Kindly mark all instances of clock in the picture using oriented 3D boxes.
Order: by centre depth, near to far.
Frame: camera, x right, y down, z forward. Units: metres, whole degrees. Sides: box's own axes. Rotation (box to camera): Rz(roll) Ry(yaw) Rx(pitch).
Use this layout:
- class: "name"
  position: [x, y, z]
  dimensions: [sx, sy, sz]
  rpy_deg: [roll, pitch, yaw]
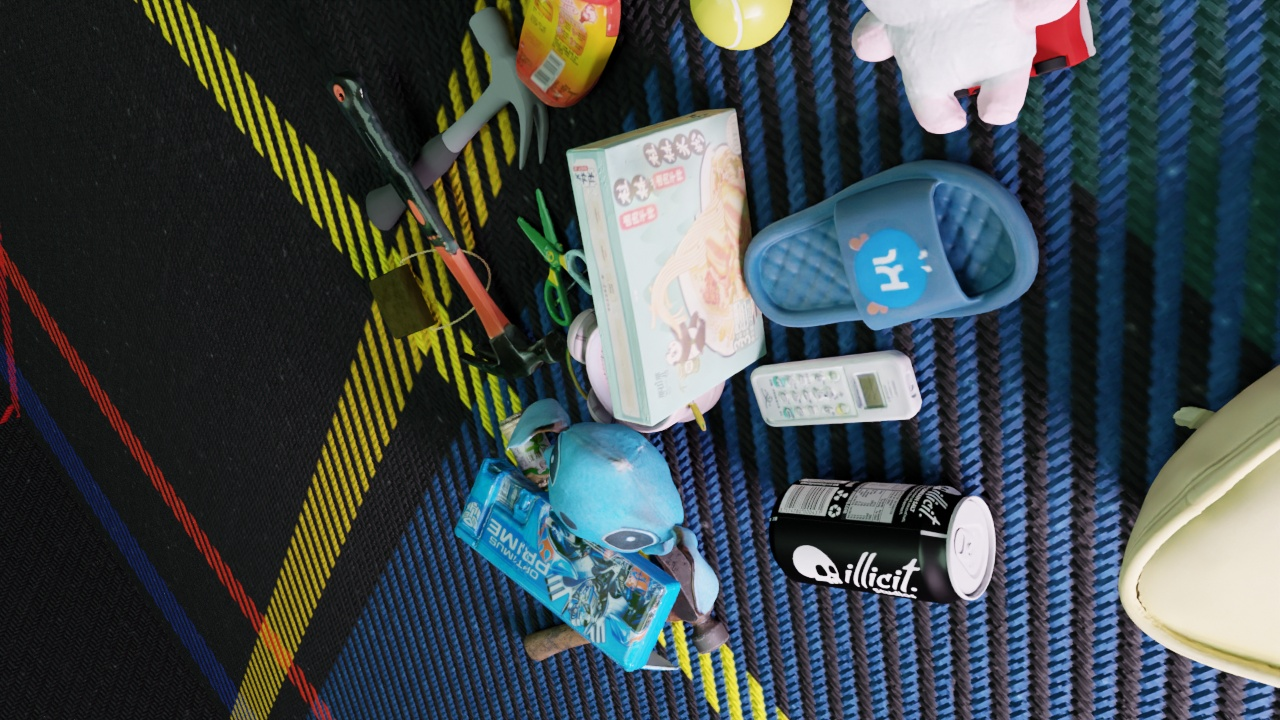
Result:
- class: "clock"
  position: [-0.005, 0.005, 0.784]
  dimensions: [0.158, 0.058, 0.117]
  rpy_deg: [-2, 110, 44]

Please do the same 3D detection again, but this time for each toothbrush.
- class: "toothbrush"
  position: [-0.036, -0.087, 0.799]
  dimensions: [0.017, 0.014, 0.189]
  rpy_deg: [43, 138, -5]

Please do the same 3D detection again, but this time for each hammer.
- class: "hammer"
  position: [-0.188, -0.194, 0.873]
  dimensions: [0.312, 0.029, 0.125]
  rpy_deg: [-25, 93, 48]
- class: "hammer"
  position: [-0.197, -0.127, 0.882]
  dimensions: [0.133, 0.033, 0.333]
  rpy_deg: [-18, 106, 47]
- class: "hammer"
  position: [-0.041, 0.276, 0.988]
  dimensions: [0.331, 0.033, 0.120]
  rpy_deg: [-34, 83, 47]

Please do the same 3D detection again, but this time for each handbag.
- class: "handbag"
  position: [0.371, 0.072, 0.458]
  dimensions: [0.191, 0.088, 0.233]
  rpy_deg: [30, 127, 22]
- class: "handbag"
  position: [-0.217, -0.076, 0.971]
  dimensions: [0.178, 0.027, 0.084]
  rpy_deg: [-15, 102, 41]

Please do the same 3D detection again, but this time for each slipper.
- class: "slipper"
  position: [0.149, -0.069, 0.603]
  dimensions: [0.214, 0.059, 0.104]
  rpy_deg: [-6, 105, 46]

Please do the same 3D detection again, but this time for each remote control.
- class: "remote control"
  position: [0.143, 0.021, 0.681]
  dimensions: [0.134, 0.022, 0.050]
  rpy_deg: [-8, 105, 45]

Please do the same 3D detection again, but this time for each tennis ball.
- class: "tennis ball"
  position: [0.064, -0.233, 0.587]
  dimensions: [0.065, 0.065, 0.065]
  rpy_deg: [21, 125, 34]

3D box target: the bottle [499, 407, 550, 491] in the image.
- class: "bottle"
  position: [-0.106, 0.103, 0.946]
  dimensions: [0.043, 0.042, 0.110]
  rpy_deg: [-26, 91, 47]

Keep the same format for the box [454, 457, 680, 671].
- class: "box"
  position: [-0.060, 0.201, 0.901]
  dimensions: [0.243, 0.113, 0.114]
  rpy_deg: [29, 101, 32]

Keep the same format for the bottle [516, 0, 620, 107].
- class: "bottle"
  position: [-0.049, -0.255, 0.681]
  dimensions: [0.071, 0.048, 0.135]
  rpy_deg: [47, 144, 8]

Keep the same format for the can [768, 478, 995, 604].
- class: "can"
  position: [0.172, 0.129, 0.669]
  dimensions: [0.146, 0.080, 0.080]
  rpy_deg: [-3, 109, 44]

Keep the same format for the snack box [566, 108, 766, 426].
- class: "snack box"
  position: [0.024, -0.070, 0.657]
  dimensions: [0.044, 0.141, 0.194]
  rpy_deg: [10, 118, 41]

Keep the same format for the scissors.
- class: "scissors"
  position: [-0.072, -0.096, 0.816]
  dimensions: [0.113, 0.012, 0.131]
  rpy_deg: [-10, 95, 51]

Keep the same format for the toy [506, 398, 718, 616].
- class: "toy"
  position: [-0.013, 0.122, 0.793]
  dimensions: [0.224, 0.099, 0.191]
  rpy_deg: [38, 170, 12]

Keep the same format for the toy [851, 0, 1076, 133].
- class: "toy"
  position: [0.164, -0.210, 0.475]
  dimensions: [0.139, 0.101, 0.180]
  rpy_deg: [2, 108, 36]

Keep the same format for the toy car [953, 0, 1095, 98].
- class: "toy car"
  position: [0.204, -0.175, 0.518]
  dimensions: [0.090, 0.025, 0.038]
  rpy_deg: [-5, 103, 47]
